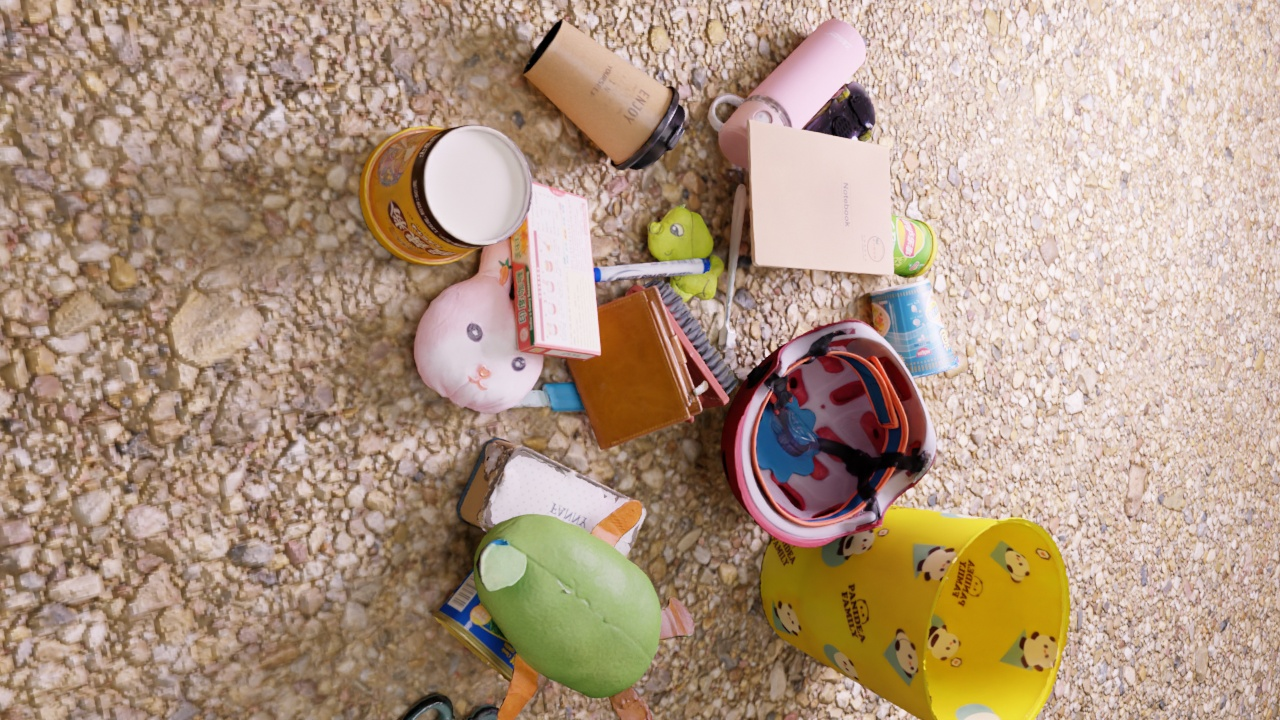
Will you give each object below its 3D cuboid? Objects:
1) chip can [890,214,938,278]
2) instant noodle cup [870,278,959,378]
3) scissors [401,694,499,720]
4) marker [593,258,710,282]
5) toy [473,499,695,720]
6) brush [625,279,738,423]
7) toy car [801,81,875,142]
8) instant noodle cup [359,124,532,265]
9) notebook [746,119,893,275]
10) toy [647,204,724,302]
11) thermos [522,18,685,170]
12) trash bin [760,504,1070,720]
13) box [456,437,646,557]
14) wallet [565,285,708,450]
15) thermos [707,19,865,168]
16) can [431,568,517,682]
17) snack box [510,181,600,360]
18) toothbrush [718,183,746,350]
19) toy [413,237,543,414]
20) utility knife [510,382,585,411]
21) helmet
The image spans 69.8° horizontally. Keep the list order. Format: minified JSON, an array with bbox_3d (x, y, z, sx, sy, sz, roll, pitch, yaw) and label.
[{"bbox_3d":[0.243,-0.143,1.049,0.221,0.073,0.072,6,90,-34],"label":"chip can"},{"bbox_3d":[0.323,-0.038,1.105,0.099,0.099,0.110,-15,93,-33],"label":"instant noodle cup"},{"bbox_3d":[-0.176,0.394,0.836,0.143,0.019,0.180,13,85,-35],"label":"scissors"},{"bbox_3d":[0.001,-0.088,0.902,0.145,0.017,0.017,-7,97,-20],"label":"marker"},{"bbox_3d":[-0.051,0.220,0.801,0.247,0.090,0.226,46,57,-24],"label":"toy"},{"bbox_3d":[0.029,-0.011,0.911,0.069,0.063,0.146,-39,102,-26],"label":"brush"},{"bbox_3d":[0.212,-0.251,1.038,0.157,0.042,0.070,-46,117,-21],"label":"toy car"},{"bbox_3d":[-0.155,-0.138,0.753,0.118,0.115,0.118,-3,96,-35],"label":"instant noodle cup"},{"bbox_3d":[0.194,-0.167,0.967,0.207,0.008,0.148,0,87,-35],"label":"notebook"},{"bbox_3d":[0.048,-0.110,0.944,0.096,0.031,0.100,-7,102,-34],"label":"toy"},{"bbox_3d":[-0.033,-0.245,0.848,0.143,0.093,0.093,34,74,-24],"label":"thermos"},{"bbox_3d":[0.282,0.259,0.993,0.229,0.256,0.229,-3,95,-34],"label":"trash bin"},{"bbox_3d":[-0.075,0.144,0.863,0.184,0.061,0.089,34,75,-33],"label":"box"},{"bbox_3d":[-0.005,0.005,0.868,0.119,0.035,0.130,-20,92,0],"label":"wallet"},{"bbox_3d":[0.155,-0.292,0.989,0.087,0.067,0.198,42,69,5],"label":"thermos"},{"bbox_3d":[-0.124,0.231,0.837,0.083,0.057,0.102,-51,119,-24],"label":"can"},{"bbox_3d":[-0.077,-0.080,0.829,0.077,0.027,0.155,9,70,-44],"label":"snack box"},{"bbox_3d":[0.102,-0.100,0.991,0.016,0.016,0.180,5,91,-42],"label":"toothbrush"},{"bbox_3d":[-0.131,-0.032,0.817,0.121,0.054,0.159,36,65,-31],"label":"toy"},{"bbox_3d":[-0.062,0.034,0.887,0.217,0.018,0.034,0,81,-34],"label":"utility knife"},{"bbox_3d":[0.177,0.083,0.978,0.239,0.144,0.207,-38,98,-17],"label":"helmet"}]
